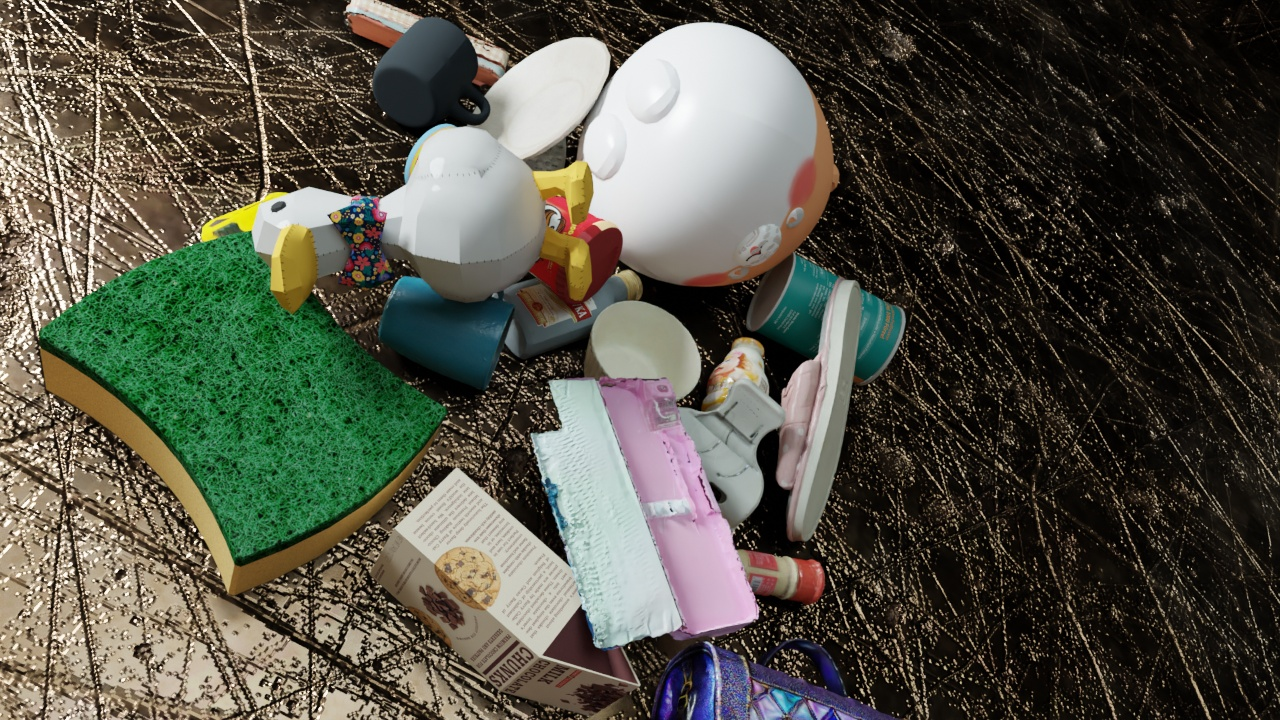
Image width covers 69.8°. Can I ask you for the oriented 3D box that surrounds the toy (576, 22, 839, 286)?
[{"bbox_3d":[0.077,-0.200,0.963,0.280,0.263,0.265,21,35,-40],"label":"toy"}]

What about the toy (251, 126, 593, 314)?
[{"bbox_3d":[-0.172,-0.119,0.759,0.267,0.141,0.246,2,36,-2],"label":"toy"}]

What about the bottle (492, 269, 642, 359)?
[{"bbox_3d":[-0.067,-0.056,0.922,0.160,0.046,0.072,-21,70,-37],"label":"bottle"}]

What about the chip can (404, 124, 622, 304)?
[{"bbox_3d":[-0.125,-0.144,0.890,0.213,0.087,0.086,35,46,20],"label":"chip can"}]

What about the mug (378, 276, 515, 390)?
[{"bbox_3d":[-0.171,-0.041,0.829,0.104,0.085,0.112,19,57,-5],"label":"mug"}]

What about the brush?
[{"bbox_3d":[-0.301,0.030,0.715,0.250,0.075,0.194,45,49,6],"label":"brush"}]

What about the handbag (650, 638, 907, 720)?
[{"bbox_3d":[0.113,0.323,0.704,0.205,0.126,0.221,24,52,-11],"label":"handbag"}]

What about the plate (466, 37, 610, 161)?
[{"bbox_3d":[-0.108,-0.271,0.987,0.027,0.189,0.188,47,36,-42],"label":"plate"}]

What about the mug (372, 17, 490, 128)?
[{"bbox_3d":[-0.216,-0.295,0.984,0.121,0.085,0.094,33,49,-12],"label":"mug"}]

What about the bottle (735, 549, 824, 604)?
[{"bbox_3d":[0.115,0.198,0.848,0.109,0.044,0.044,14,53,-19],"label":"bottle"}]

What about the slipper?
[{"bbox_3d":[0.174,0.045,0.922,0.054,0.114,0.274,9,74,23],"label":"slipper"}]

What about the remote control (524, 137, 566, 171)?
[{"bbox_3d":[-0.115,-0.242,1.037,0.060,0.028,0.114,11,53,-22],"label":"remote control"}]

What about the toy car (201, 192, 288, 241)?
[{"bbox_3d":[-0.343,-0.121,0.829,0.049,0.030,0.106,42,47,5],"label":"toy car"}]

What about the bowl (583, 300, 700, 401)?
[{"bbox_3d":[-0.005,0.005,0.902,0.115,0.063,0.115,14,53,-19],"label":"bowl"}]

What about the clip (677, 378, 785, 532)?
[{"bbox_3d":[0.070,0.084,0.856,0.125,0.081,0.147,43,92,1],"label":"clip"}]

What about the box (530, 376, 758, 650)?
[{"bbox_3d":[-0.006,0.115,0.742,0.158,0.035,0.230,2,55,-39],"label":"box"}]

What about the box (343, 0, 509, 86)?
[{"bbox_3d":[-0.241,-0.366,1.044,0.186,0.053,0.058,19,11,-17],"label":"box"}]

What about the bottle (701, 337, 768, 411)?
[{"bbox_3d":[0.101,0.026,0.946,0.063,0.063,0.108,27,49,-9],"label":"bottle"}]

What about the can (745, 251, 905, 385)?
[{"bbox_3d":[0.206,-0.047,1.029,0.144,0.099,0.099,26,50,-11],"label":"can"}]

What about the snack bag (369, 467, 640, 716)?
[{"bbox_3d":[-0.097,0.191,0.701,0.206,0.095,0.069,41,49,3],"label":"snack bag"}]
